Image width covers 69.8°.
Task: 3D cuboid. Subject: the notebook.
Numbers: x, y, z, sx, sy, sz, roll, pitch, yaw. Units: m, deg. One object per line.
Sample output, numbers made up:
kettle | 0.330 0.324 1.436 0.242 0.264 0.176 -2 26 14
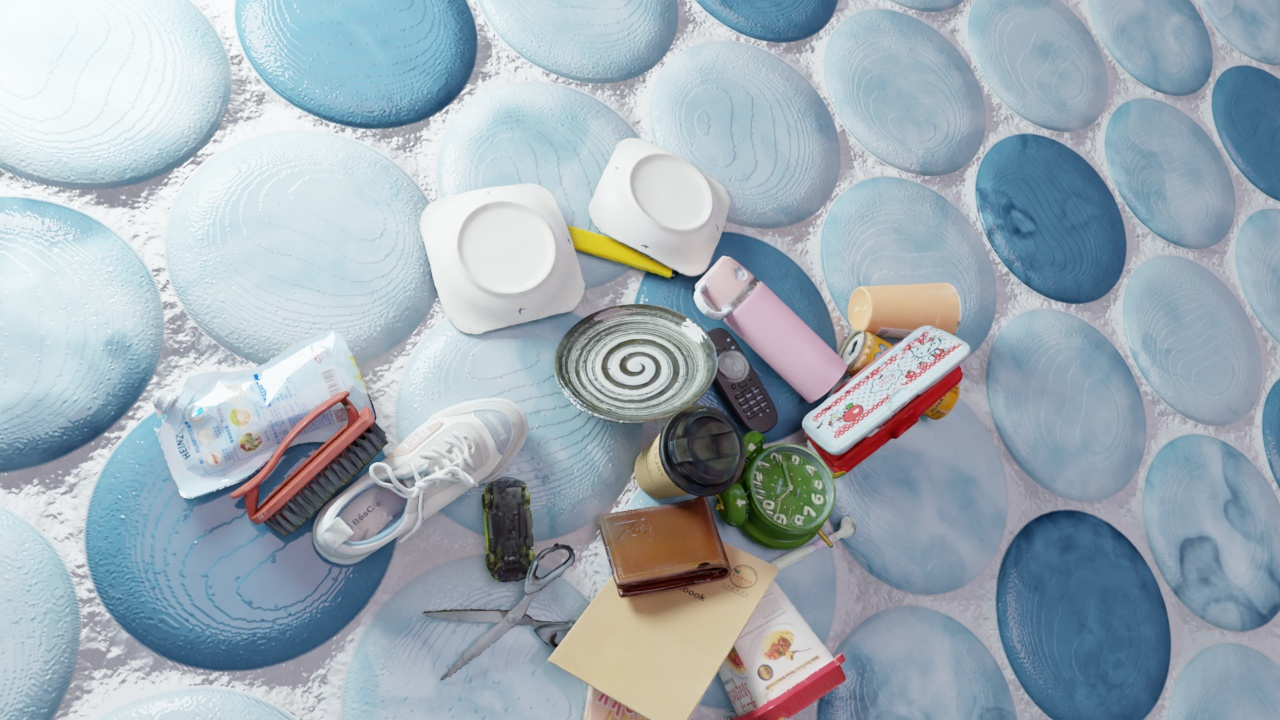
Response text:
notebook | 0.027 0.252 0.913 0.148 0.008 0.207 22 48 25

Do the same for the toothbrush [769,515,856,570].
toothbrush | 0.167 0.223 1.035 0.189 0.020 0.029 -21 113 -23

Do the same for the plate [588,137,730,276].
plate | 0.032 -0.195 1.103 0.163 0.034 0.163 26 58 -10

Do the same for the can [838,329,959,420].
can | 0.320 0.018 1.136 0.146 0.058 0.058 27 65 -10

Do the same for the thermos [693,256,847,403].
thermos | 0.148 -0.034 1.082 0.198 0.067 0.087 43 49 -4

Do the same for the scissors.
scissors | -0.123 0.250 0.905 0.181 0.014 0.159 23 82 -21

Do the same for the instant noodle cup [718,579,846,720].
instant noodle cup | 0.128 0.303 0.949 0.116 0.117 0.124 -23 69 -25

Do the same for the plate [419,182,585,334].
plate | -0.150 -0.120 1.012 0.164 0.034 0.163 -16 81 -18

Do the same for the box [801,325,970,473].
box | 0.289 0.047 1.053 0.201 0.100 0.095 -38 99 -4

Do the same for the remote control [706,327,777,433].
remote control | 0.112 0.025 1.076 0.053 0.024 0.136 -27 82 -24

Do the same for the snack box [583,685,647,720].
snack box | -0.010 0.327 0.930 0.084 0.026 0.157 13 68 -16

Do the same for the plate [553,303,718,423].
plate | -0.006 0.006 1.005 0.179 0.024 0.179 0 46 0

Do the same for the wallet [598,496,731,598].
wallet | 0.023 0.189 0.950 0.124 0.032 0.101 -8 39 -11

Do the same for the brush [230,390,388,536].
brush | -0.311 0.097 0.863 0.145 0.063 0.069 -44 107 -9

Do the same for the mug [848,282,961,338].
mug | 0.331 -0.061 1.161 0.122 0.078 0.078 0 73 -15

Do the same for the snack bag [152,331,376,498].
snack bag | -0.362 0.048 0.884 0.190 0.039 0.110 -23 93 -25

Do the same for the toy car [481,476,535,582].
toy car | -0.135 0.171 0.929 0.048 0.032 0.105 -2 81 -23

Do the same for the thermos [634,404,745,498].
thermos | 0.045 0.103 0.958 0.093 0.144 0.093 7 71 -20

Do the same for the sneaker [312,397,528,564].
sneaker | -0.208 0.106 0.894 0.241 0.091 0.089 -36 88 -27

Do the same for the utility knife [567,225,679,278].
utility knife | -0.052 -0.137 1.073 0.223 0.015 0.033 16 64 -15

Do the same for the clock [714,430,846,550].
clock | 0.145 0.143 1.025 0.161 0.056 0.115 19 62 -4
